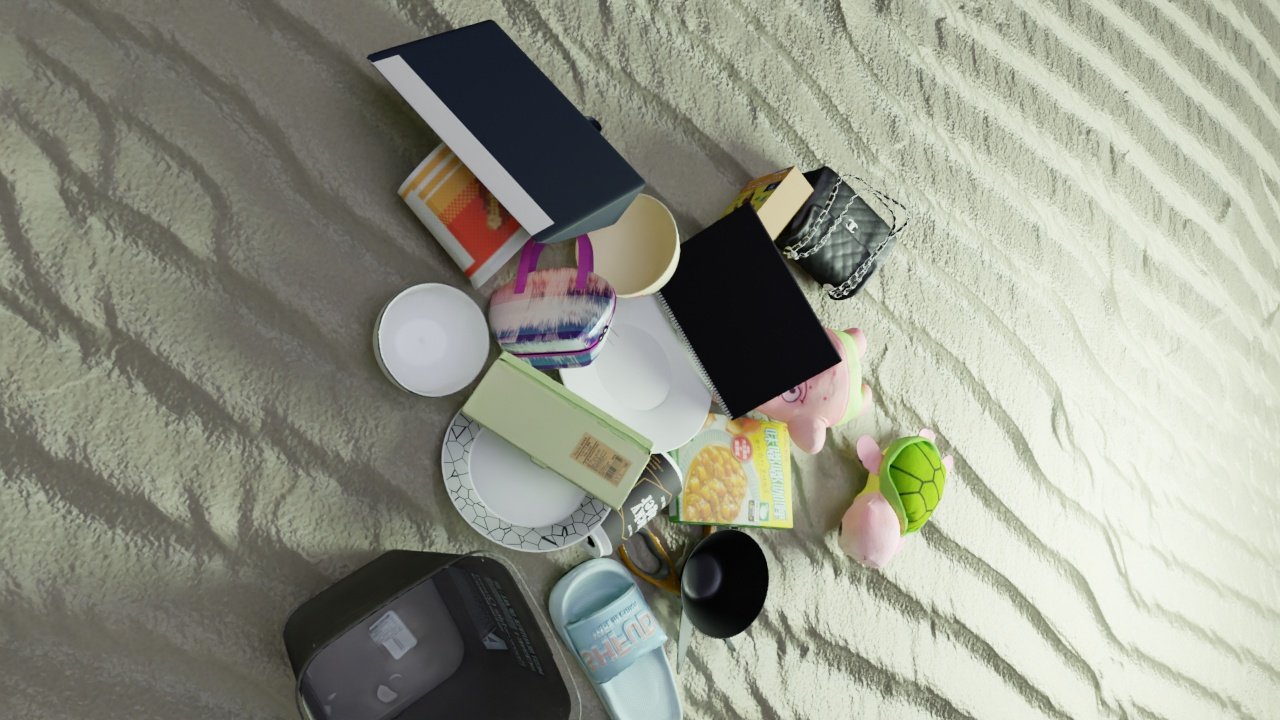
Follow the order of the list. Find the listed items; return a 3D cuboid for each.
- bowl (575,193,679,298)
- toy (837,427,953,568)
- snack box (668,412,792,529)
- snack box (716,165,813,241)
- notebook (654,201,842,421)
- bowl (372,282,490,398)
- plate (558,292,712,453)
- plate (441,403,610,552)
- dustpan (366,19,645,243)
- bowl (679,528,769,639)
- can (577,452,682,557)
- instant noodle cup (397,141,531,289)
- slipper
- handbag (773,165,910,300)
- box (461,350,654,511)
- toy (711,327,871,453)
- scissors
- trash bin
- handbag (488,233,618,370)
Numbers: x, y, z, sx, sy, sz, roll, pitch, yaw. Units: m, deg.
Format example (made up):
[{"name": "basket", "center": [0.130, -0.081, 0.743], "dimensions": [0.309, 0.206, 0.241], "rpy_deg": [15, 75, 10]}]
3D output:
[{"name": "bowl", "center": [-0.005, -0.119, 1.031], "dimensions": [0.074, 0.118, 0.118], "rpy_deg": [33, 66, -67]}, {"name": "toy", "center": [0.343, 0.178, 1.217], "dimensions": [0.237, 0.088, 0.190], "rpy_deg": [-35, 117, -33]}, {"name": "snack box", "center": [0.110, 0.133, 1.107], "dimensions": [0.167, 0.027, 0.131], "rpy_deg": [9, 73, -30]}, {"name": "snack box", "center": [0.138, -0.172, 1.114], "dimensions": [0.040, 0.088, 0.125], "rpy_deg": [48, 66, -19]}, {"name": "notebook", "center": [0.113, -0.053, 1.050], "dimensions": [0.206, 0.149, 0.016], "rpy_deg": [60, 21, 2]}, {"name": "bowl", "center": [-0.214, -0.019, 0.917], "dimensions": [0.113, 0.063, 0.113], "rpy_deg": [2, 86, -30]}, {"name": "plate", "center": [-0.006, 0.006, 1.040], "dimensions": [0.208, 0.015, 0.208], "rpy_deg": [15, 62, -30]}, {"name": "plate", "center": [-0.114, 0.110, 0.965], "dimensions": [0.188, 0.016, 0.188], "rpy_deg": [9, 61, -17]}, {"name": "dustpan", "center": [-0.110, -0.229, 0.936], "dimensions": [0.236, 0.080, 0.272], "rpy_deg": [47, 46, 4]}, {"name": "bowl", "center": [0.084, 0.254, 1.062], "dimensions": [0.123, 0.053, 0.124], "rpy_deg": [1, 89, -31]}, {"name": "can", "center": [-0.018, 0.154, 1.017], "dimensions": [0.128, 0.072, 0.072], "rpy_deg": [-37, 105, -26]}, {"name": "instant noodle cup", "center": [-0.167, -0.158, 0.926], "dimensions": [0.121, 0.124, 0.123], "rpy_deg": [45, 67, -12]}, {"name": "slipper", "center": [-0.012, 0.326, 1.011], "dimensions": [0.103, 0.074, 0.245], "rpy_deg": [-30, 104, -29]}, {"name": "handbag", "center": [0.254, -0.159, 1.167], "dimensions": [0.153, 0.115, 0.125], "rpy_deg": [39, 72, -27]}, {"name": "box", "center": [-0.085, 0.072, 0.947], "dimensions": [0.188, 0.083, 0.091], "rpy_deg": [34, 74, -1]}, {"name": "toy", "center": [0.189, 0.022, 1.135], "dimensions": [0.236, 0.097, 0.192], "rpy_deg": [-5, 81, -20]}, {"name": "scissors", "center": [0.066, 0.251, 1.093], "dimensions": [0.224, 0.016, 0.225], "rpy_deg": [-46, 109, -24]}, {"name": "trash bin", "center": [-0.205, 0.275, 0.816], "dimensions": [0.197, 0.221, 0.197], "rpy_deg": [-30, 102, -28]}, {"name": "handbag", "center": [-0.090, -0.080, 0.974], "dimensions": [0.068, 0.145, 0.169], "rpy_deg": [63, 27, -61]}]
